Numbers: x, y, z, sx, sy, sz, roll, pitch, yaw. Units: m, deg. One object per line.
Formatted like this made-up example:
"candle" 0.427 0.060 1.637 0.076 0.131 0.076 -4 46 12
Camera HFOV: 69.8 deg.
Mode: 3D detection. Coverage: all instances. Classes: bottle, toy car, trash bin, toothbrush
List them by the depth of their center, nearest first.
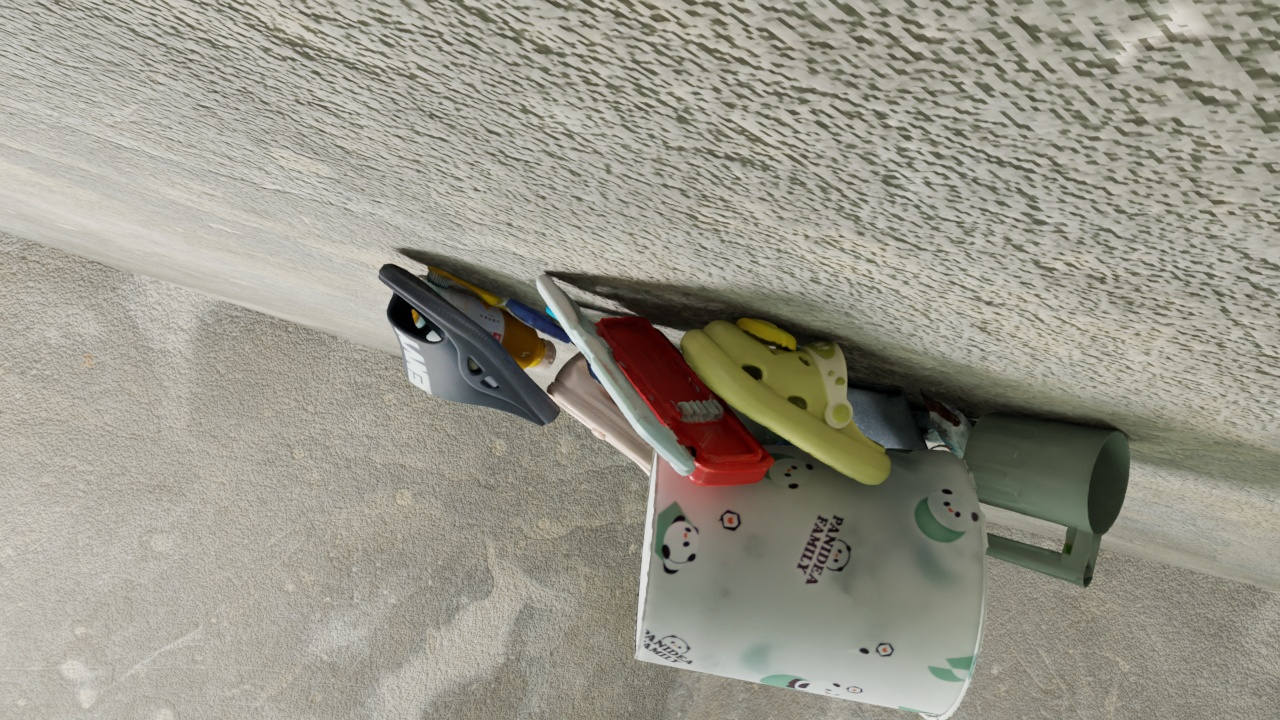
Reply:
"trash bin" 0.128 0.173 0.782 0.252 0.229 0.229 6 174 0
"toy car" 0.271 0.060 0.868 0.049 0.031 0.106 20 171 -41
"toothbrush" -0.147 -0.056 0.928 0.016 0.018 0.191 13 171 36
"bottle" -0.174 -0.030 0.999 0.189 0.068 0.068 21 172 -42

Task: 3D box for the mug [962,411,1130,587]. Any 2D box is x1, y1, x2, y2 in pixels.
"mug" 0.321 0.107 0.742 0.083 0.124 0.103 20 174 -44

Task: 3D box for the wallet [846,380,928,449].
"wallet" 0.204 0.050 0.861 0.121 0.019 0.097 11 146 42

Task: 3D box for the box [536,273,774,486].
"box" 0.003 0.017 0.715 0.160 0.060 0.201 21 -159 -42

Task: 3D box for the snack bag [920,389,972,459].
"snack bag" 0.272 0.062 0.791 0.105 0.026 0.045 42 -175 -41

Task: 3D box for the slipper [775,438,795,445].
"slipper" 0.119 0.100 0.964 0.253 0.095 0.105 38 149 1

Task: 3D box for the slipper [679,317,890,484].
"slipper" 0.118 0.020 0.685 0.190 0.081 0.091 34 179 -12

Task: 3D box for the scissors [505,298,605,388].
"scissors" -0.054 -0.010 0.829 0.175 0.012 0.162 32 -172 -37

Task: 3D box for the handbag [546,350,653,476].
"handbag" -0.001 0.087 1.018 0.234 0.093 0.193 51 173 -2

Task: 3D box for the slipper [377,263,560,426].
"slipper" -0.172 0.010 0.895 0.111 0.083 0.268 32 169 37

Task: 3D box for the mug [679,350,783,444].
"mug" 0.088 0.046 0.856 0.106 0.082 0.112 8 126 36

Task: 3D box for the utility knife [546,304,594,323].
"utility knife" -0.005 0.005 0.826 0.191 0.018 0.034 36 -176 12
